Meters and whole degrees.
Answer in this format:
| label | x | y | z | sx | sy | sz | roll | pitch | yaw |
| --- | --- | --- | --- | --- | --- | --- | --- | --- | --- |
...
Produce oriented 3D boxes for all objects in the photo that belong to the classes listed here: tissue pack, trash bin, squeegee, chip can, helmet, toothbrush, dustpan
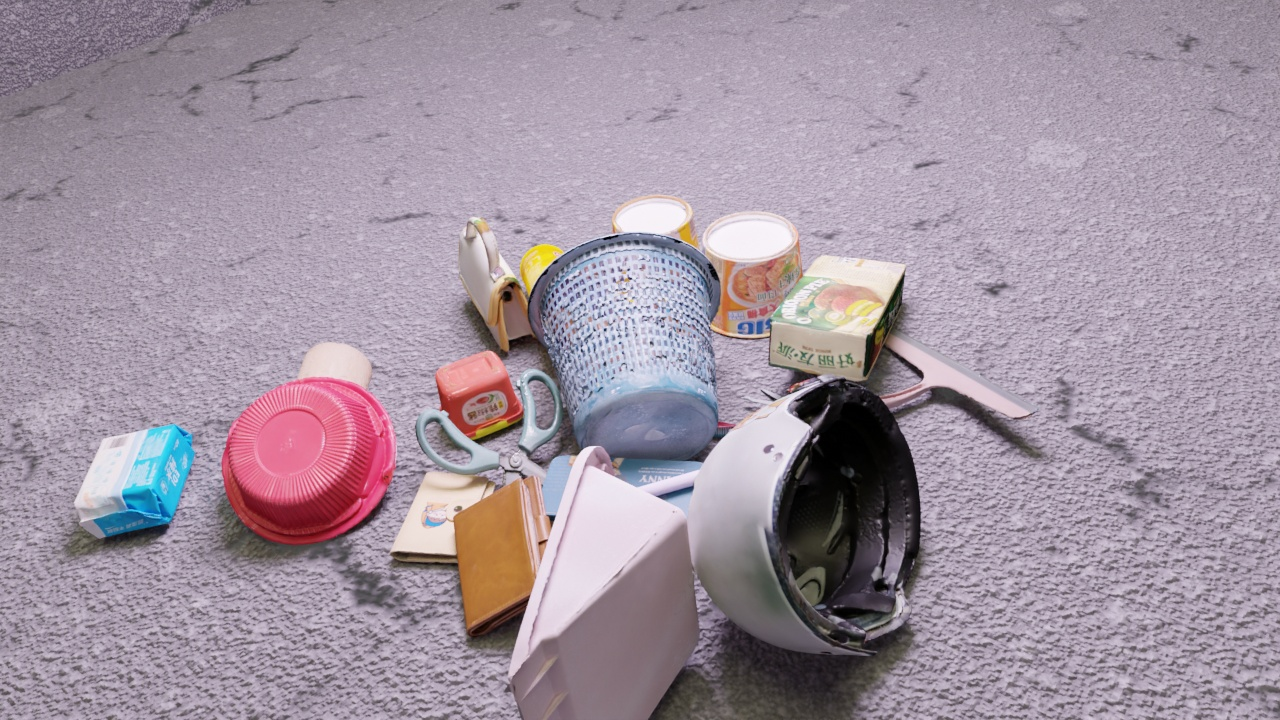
| label | x | y | z | sx | sy | sz | roll | pitch | yaw |
| --- | --- | --- | --- | --- | --- | --- | --- | --- | --- |
| tissue pack | -0.566 | 0.135 | 1.037 | 0.090 | 0.063 | 0.140 | -12 | 38 | -3 |
| trash bin | -0.006 | 0.006 | 1.008 | 0.226 | 0.227 | 0.194 | -9 | 51 | -1 |
| squeegee | 0.250 | 0.041 | 1.013 | 0.249 | 0.040 | 0.247 | -11 | 27 | -20 |
| chip can | -0.113 | -0.094 | 1.194 | 0.072 | 0.072 | 0.213 | -13 | 21 | -7 |
| helmet | 0.134 | 0.139 | 0.811 | 0.157 | 0.230 | 0.273 | -14 | 7 | 32 |
| toothbrush | 0.161 | 0.084 | 1.020 | 0.188 | 0.017 | 0.016 | 5 | 22 | 11 |
| toothbrush | 0.045 | 0.115 | 0.906 | 0.189 | 0.029 | 0.021 | -17 | 77 | -11 |
| dustpan | -0.052 | 0.207 | 0.749 | 0.139 | 0.223 | 0.272 | 19 | 40 | 32 |

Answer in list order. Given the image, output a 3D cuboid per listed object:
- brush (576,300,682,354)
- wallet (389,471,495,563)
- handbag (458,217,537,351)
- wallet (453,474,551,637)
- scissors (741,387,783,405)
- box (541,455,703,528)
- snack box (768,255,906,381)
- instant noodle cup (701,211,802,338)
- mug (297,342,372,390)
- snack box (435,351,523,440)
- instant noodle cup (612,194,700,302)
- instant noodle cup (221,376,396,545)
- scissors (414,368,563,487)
| label | x | y | z | sx | sy | sz | roll | pitch | yaw |
| --- | --- | --- | --- | --- | --- | --- | --- | --- | --- |
| brush | -0.019 | -0.038 | 1.167 | 0.144 | 0.055 | 0.073 | -4 | 36 | 5 |
| wallet | -0.205 | 0.164 | 0.973 | 0.087 | 0.024 | 0.115 | 3 | 37 | 8 |
| handbag | -0.200 | -0.116 | 1.198 | 0.063 | 0.179 | 0.163 | -25 | 43 | -12 |
| wallet | -0.127 | 0.181 | 0.882 | 0.119 | 0.035 | 0.130 | -29 | 48 | 14 |
| scissors | 0.203 | 0.060 | 1.032 | 0.157 | 0.012 | 0.165 | -4 | 24 | -13 |
| box | -0.010 | 0.148 | 0.933 | 0.184 | 0.059 | 0.089 | -1 | 40 | 10 |
| snack box | 0.241 | -0.058 | 1.103 | 0.114 | 0.063 | 0.239 | 10 | 28 | 21 |
| instant noodle cup | 0.143 | -0.117 | 1.194 | 0.151 | 0.112 | 0.151 | -4 | 39 | 3 |
| mug | -0.393 | 0.050 | 1.112 | 0.125 | 0.084 | 0.103 | -25 | 37 | 18 |
| snack box | -0.193 | 0.040 | 1.080 | 0.091 | 0.080 | 0.082 | -22 | 40 | -17 |
| instant noodle cup | 0.020 | -0.154 | 1.263 | 0.138 | 0.110 | 0.137 | -5 | 39 | 4 |
| instant noodle cup | -0.366 | 0.097 | 0.985 | 0.194 | 0.066 | 0.193 | -1 | 69 | 2 |
| scissors | -0.166 | 0.080 | 1.012 | 0.179 | 0.019 | 0.170 | 9 | 63 | -10 |
